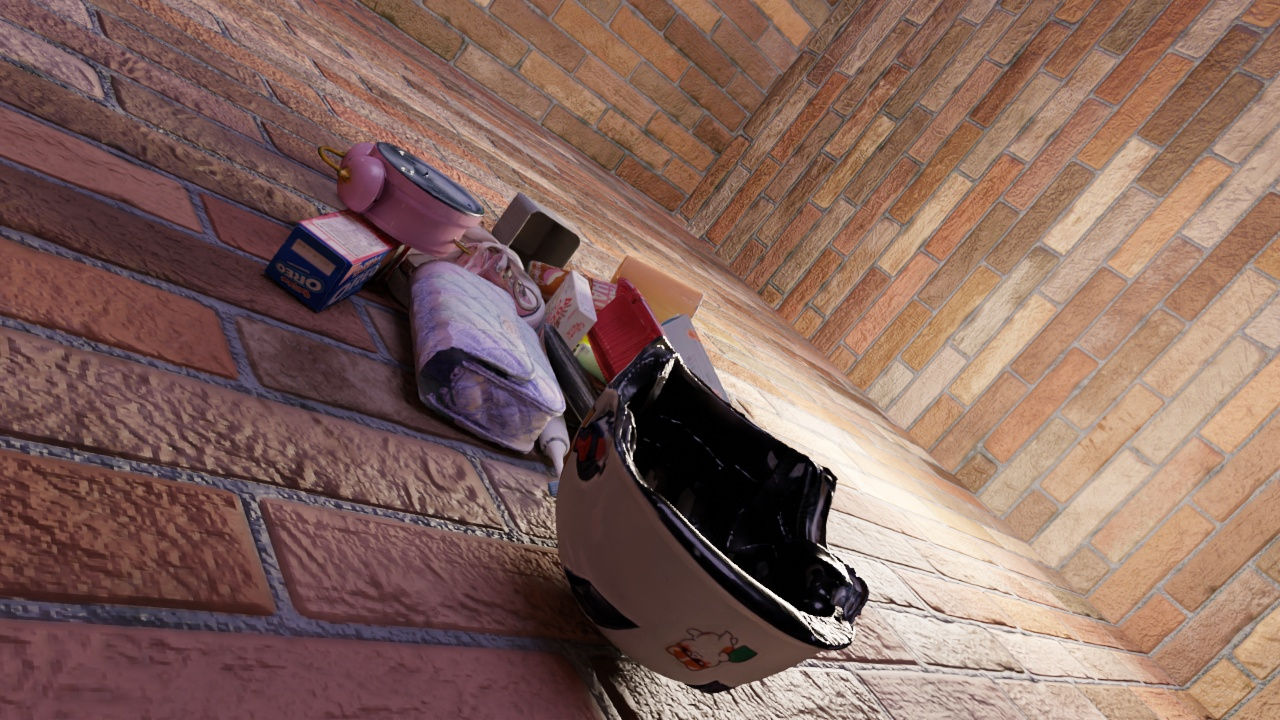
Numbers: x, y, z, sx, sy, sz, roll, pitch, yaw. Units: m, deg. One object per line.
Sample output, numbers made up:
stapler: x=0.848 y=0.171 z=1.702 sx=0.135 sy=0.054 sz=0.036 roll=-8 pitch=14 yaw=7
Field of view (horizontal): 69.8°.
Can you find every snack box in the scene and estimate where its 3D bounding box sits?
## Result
snack box: x=-0.263 y=-0.099 z=0.830 sx=0.058 sy=0.057 sz=0.207 roll=40 pitch=12 yaw=-7
snack box: x=-0.090 y=-0.046 z=1.057 sx=0.027 sy=0.085 sz=0.156 roll=36 pitch=13 yaw=-17
snack box: x=0.064 y=0.032 z=1.088 sx=0.175 sy=0.051 sz=0.074 roll=64 pitch=-9 yaw=-2

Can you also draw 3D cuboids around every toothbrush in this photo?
toothbrush: x=-0.080 y=0.065 z=0.835 sx=0.026 sy=0.027 sz=0.221 roll=-4 pitch=24 yaw=-9
toothbrush: x=0.010 y=0.053 z=1.128 sx=0.224 sy=0.026 sz=0.027 roll=37 pitch=-1 yaw=-10

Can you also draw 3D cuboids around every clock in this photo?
clock: x=-0.227 y=-0.157 z=0.859 sx=0.158 sy=0.060 sz=0.117 roll=31 pitch=14 yaw=-27

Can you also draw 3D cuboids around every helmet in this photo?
helmet: x=0.028 y=0.124 z=0.645 sx=0.230 sy=0.157 sz=0.273 roll=37 pitch=24 yaw=-17

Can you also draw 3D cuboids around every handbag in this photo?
handbag: x=-0.142 y=-0.010 z=0.814 sx=0.134 sy=0.076 sz=0.193 roll=33 pitch=13 yaw=-30

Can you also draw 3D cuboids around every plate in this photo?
plate: x=-0.052 y=0.043 z=0.908 sx=0.179 sy=0.024 sz=0.179 roll=59 pitch=0 yaw=0

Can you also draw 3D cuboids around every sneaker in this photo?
sneaker: x=-0.165 y=-0.086 z=0.983 sx=0.118 sy=0.088 sz=0.240 roll=44 pitch=15 yaw=22

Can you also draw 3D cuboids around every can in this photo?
can: x=-0.080 y=-0.082 z=1.181 sx=0.147 sy=0.058 sz=0.058 roll=15 pitch=19 yaw=-13

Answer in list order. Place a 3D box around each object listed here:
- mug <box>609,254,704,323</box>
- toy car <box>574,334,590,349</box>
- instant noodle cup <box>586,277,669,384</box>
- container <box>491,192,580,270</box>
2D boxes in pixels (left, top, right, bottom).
mug: x=0.018 y=-0.093 z=1.300 sx=0.123 sy=0.078 sz=0.078 roll=31 pitch=14 yaw=-6
toy car: x=-0.072 y=-0.027 z=1.164 sx=0.048 sy=0.032 sz=0.105 roll=37 pitch=0 yaw=19
instant noodle cup: x=-0.006 y=0.006 z=1.033 sx=0.193 sy=0.066 sz=0.194 roll=61 pitch=-8 yaw=14
container: x=-0.157 y=-0.181 z=1.339 sx=0.090 sy=0.090 sz=0.114 roll=31 pitch=12 yaw=-31
